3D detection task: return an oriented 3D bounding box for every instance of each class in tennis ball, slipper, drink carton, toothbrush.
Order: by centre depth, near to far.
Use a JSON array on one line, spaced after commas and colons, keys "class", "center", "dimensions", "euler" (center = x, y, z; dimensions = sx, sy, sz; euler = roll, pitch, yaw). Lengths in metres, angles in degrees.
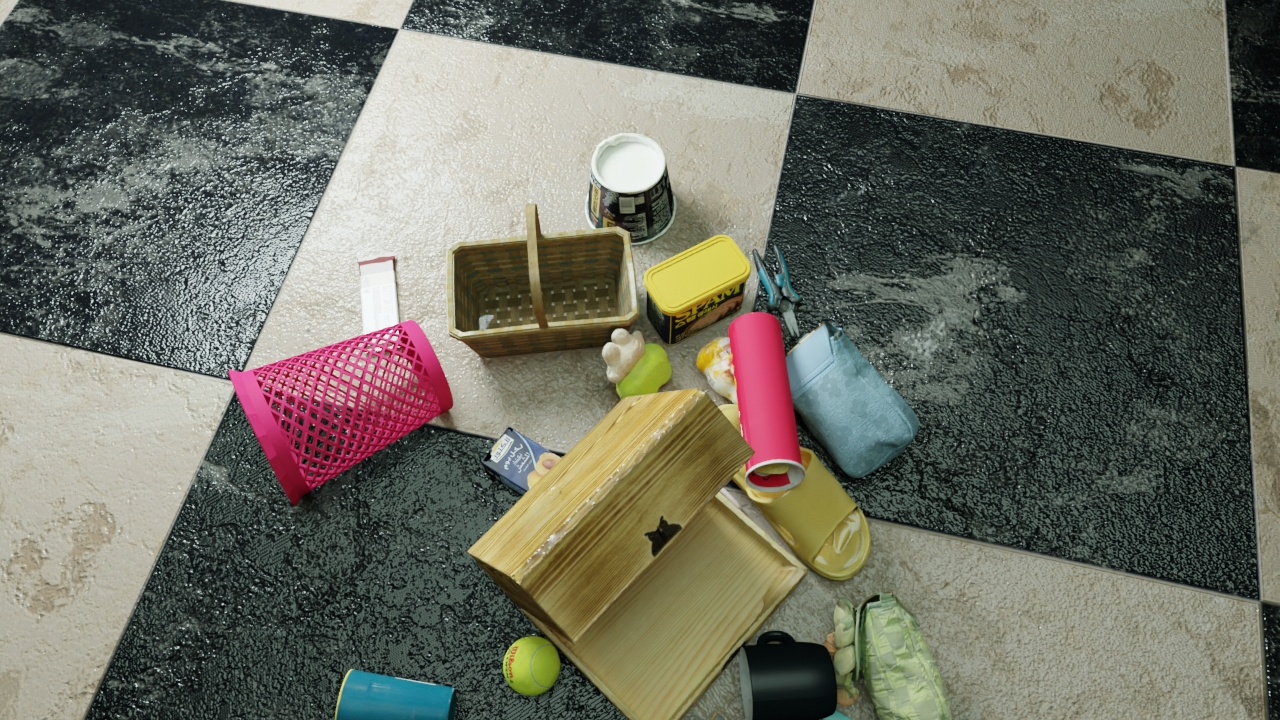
[{"class": "tennis ball", "center": [-0.125, 0.351, 1.057], "dimensions": [0.065, 0.065, 0.065], "euler": [0, 64, 1]}, {"class": "slipper", "center": [0.181, 0.149, 1.124], "dimensions": [0.099, 0.078, 0.263], "euler": [-40, 72, -19]}, {"class": "drink carton", "center": [-0.134, 0.144, 1.171], "dimensions": [0.130, 0.040, 0.064], "euler": [29, 67, 14]}, {"class": "toothbrush", "center": [0.067, 0.129, 1.189], "dimensions": [0.018, 0.016, 0.181], "euler": [-38, 69, -22]}]

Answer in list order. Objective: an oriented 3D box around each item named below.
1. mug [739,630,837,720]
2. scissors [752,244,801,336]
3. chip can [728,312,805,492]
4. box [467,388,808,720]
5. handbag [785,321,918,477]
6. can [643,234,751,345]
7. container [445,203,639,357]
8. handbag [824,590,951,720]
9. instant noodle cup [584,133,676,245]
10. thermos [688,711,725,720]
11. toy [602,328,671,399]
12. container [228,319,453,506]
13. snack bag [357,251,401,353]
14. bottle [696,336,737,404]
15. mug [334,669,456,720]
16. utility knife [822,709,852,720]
[{"class": "mug", "center": [0.162, 0.351, 1.039], "dimensions": [0.094, 0.085, 0.121], "euler": [-3, 25, -3]}, {"class": "scissors", "center": [0.201, -0.104, 1.296], "dimensions": [0.128, 0.019, 0.140], "euler": [27, 70, 13]}, {"class": "chip can", "center": [0.151, 0.046, 1.117], "dimensions": [0.069, 0.069, 0.220], "euler": [-2, 54, 0]}, {"class": "box", "center": [0.014, 0.239, 1.061], "dimensions": [0.278, 0.282, 0.315], "euler": [-45, 104, -18]}, {"class": "handbag", "center": [0.264, 0.047, 1.175], "dimensions": [0.192, 0.118, 0.122], "euler": [48, 114, 11]}, {"class": "can", "center": [0.075, -0.092, 1.244], "dimensions": [0.135, 0.104, 0.075], "euler": [-27, 67, -12]}, {"class": "container", "center": [-0.131, -0.104, 1.208], "dimensions": [0.250, 0.187, 0.157], "euler": [-6, 64, -2]}, {"class": "handbag", "center": [0.269, 0.352, 1.026], "dimensions": [0.117, 0.113, 0.186], "euler": [-15, 66, 2]}, {"class": "instant noodle cup", "center": [-0.015, -0.252, 1.319], "dimensions": [0.137, 0.112, 0.137], "euler": [0, 65, 0]}, {"class": "thermos", "center": [0.151, 0.458, 1.003], "dimensions": [0.231, 0.061, 0.061], "euler": [31, 69, 15]}, {"class": "toy", "center": [-0.007, 0.007, 1.205], "dimensions": [0.046, 0.115, 0.092], "euler": [11, 60, 50]}, {"class": "container", "center": [-0.366, 0.050, 1.157], "dimensions": [0.225, 0.183, 0.183], "euler": [-26, 66, -19]}, {"class": "snack bag", "center": [-0.369, -0.083, 1.299], "dimensions": [0.057, 0.013, 0.157], "euler": [-12, 64, -2]}, {"class": "bottle", "center": [0.123, 0.022, 1.212], "dimensions": [0.063, 0.063, 0.108], "euler": [-31, 70, -13]}, {"class": "mug", "center": [-0.274, 0.395, 1.037], "dimensions": [0.121, 0.078, 0.078], "euler": [6, 64, -2]}, {"class": "utility knife", "center": [0.197, 0.394, 1.058], "dimensions": [0.179, 0.016, 0.022], "euler": [30, 56, 14]}]
